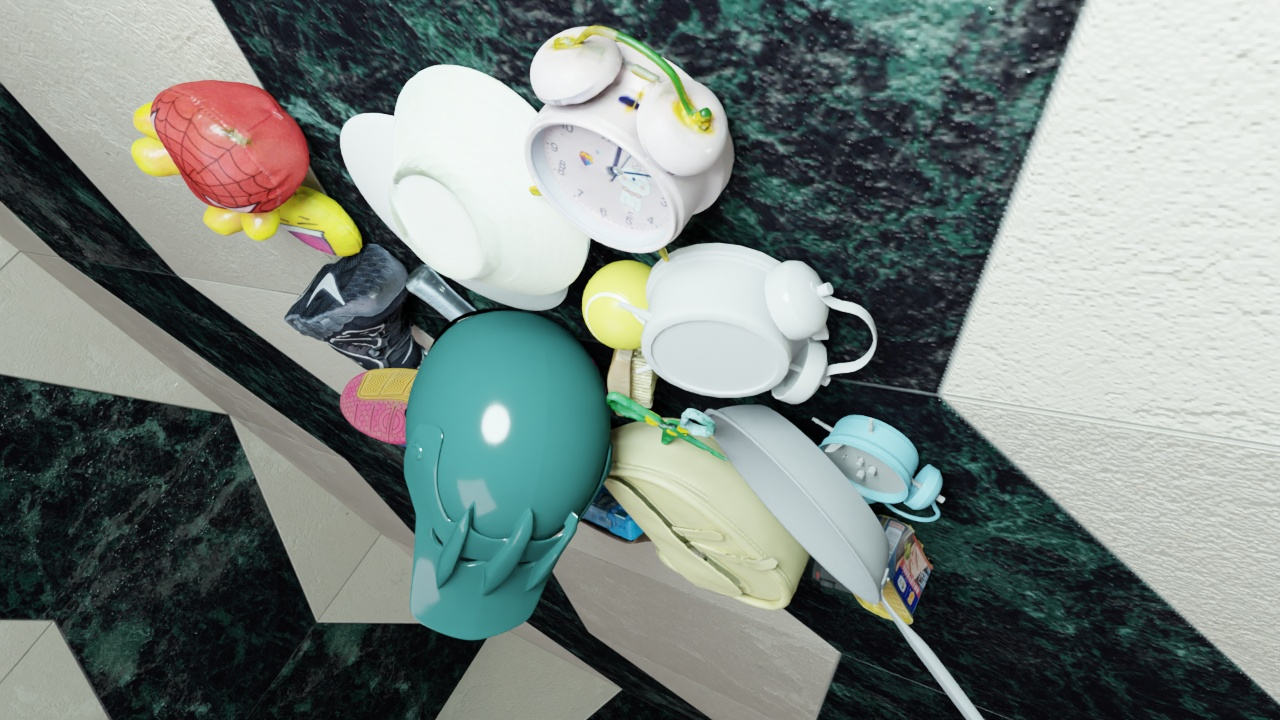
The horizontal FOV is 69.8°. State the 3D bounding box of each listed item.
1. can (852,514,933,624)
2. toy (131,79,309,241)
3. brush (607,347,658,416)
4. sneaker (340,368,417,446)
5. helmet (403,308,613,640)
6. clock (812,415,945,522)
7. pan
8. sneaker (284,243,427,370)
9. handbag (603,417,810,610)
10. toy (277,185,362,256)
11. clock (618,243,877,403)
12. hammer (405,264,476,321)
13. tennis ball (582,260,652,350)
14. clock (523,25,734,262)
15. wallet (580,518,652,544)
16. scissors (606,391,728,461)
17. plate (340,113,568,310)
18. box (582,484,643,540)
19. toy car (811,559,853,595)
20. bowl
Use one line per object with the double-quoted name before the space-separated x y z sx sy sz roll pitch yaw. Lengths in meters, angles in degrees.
"can" 0.221 0.186 0.824 0.054 0.058 0.100 11 149 41
"toy" -0.368 -0.181 0.809 0.147 0.098 0.217 38 158 -28
"brush" -0.005 0.005 0.772 0.039 0.049 0.117 10 154 6
"sneaker" -0.217 0.079 1.030 0.242 0.116 0.091 19 179 7
"helmet" -0.125 0.097 0.813 0.176 0.275 0.200 8 -149 -24
"clock" 0.184 0.089 0.703 0.123 0.041 0.088 46 154 -24
"pan" 0.174 0.163 0.707 0.356 0.050 0.201 47 172 24
"sneaker" -0.284 -0.037 0.998 0.151 0.097 0.253 39 158 -27
"handbag" 0.051 0.154 0.900 0.191 0.088 0.233 -11 130 38
"toy" -0.317 -0.136 0.904 0.096 0.041 0.094 15 155 30
"clock" 0.072 -0.023 0.597 0.159 0.061 0.120 4 146 13
"hammer" -0.112 0.019 0.949 0.326 0.036 0.141 43 153 -24
"tennis ball" -0.010 -0.040 0.667 0.065 0.065 0.065 27 156 13
"clock" -0.008 -0.124 0.510 0.117 0.058 0.158 31 156 5
"wallet" -0.019 0.198 1.142 0.121 0.027 0.098 14 -175 40
"scissors" 0.030 0.056 0.769 0.125 0.011 0.130 30 161 -23
"plate" -0.166 -0.109 0.776 0.229 0.030 0.230 27 156 13
"box" -0.056 0.143 1.111 0.244 0.070 0.170 16 -176 35
"toy car" 0.214 0.211 0.908 0.092 0.042 0.036 11 174 40
"bowl" -0.122 -0.106 0.630 0.177 0.057 0.177 25 139 24
